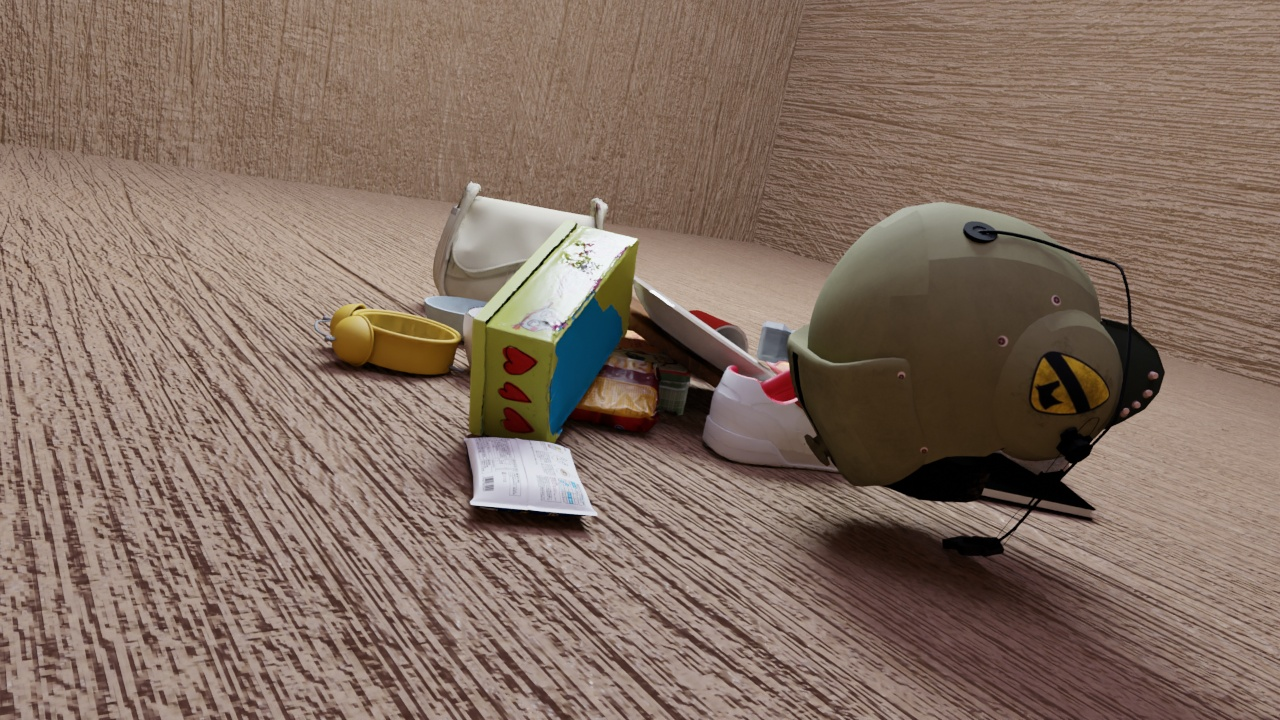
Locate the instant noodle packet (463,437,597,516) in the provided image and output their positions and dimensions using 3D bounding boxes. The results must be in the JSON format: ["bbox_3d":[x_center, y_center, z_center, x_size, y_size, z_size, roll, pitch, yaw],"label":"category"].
[{"bbox_3d":[-0.086,0.084,0.687,0.087,0.026,0.134,8,13,-15],"label":"instant noodle packet"}]

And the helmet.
[{"bbox_3d":[0.235,0.008,0.721,0.233,0.256,0.250,13,11,-7],"label":"helmet"}]

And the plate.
[{"bbox_3d":[0.061,-0.026,0.971,0.188,0.027,0.188,35,5,-4],"label":"plate"}]

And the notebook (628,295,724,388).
[{"bbox_3d":[0.039,-0.023,1.043,0.249,0.014,0.178,35,9,-4],"label":"notebook"}]

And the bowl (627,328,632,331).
[{"bbox_3d":[-0.059,-0.059,1.289,0.124,0.052,0.124,10,12,-3],"label":"bowl"}]

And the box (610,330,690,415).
[{"bbox_3d":[-0.006,0.006,1.057,0.117,0.050,0.205,11,11,-2],"label":"box"}]

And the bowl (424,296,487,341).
[{"bbox_3d":[-0.216,-0.049,1.139,0.106,0.039,0.106,10,12,-3],"label":"bowl"}]

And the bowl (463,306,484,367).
[{"bbox_3d":[-0.136,-0.014,0.992,0.116,0.066,0.116,11,12,-3],"label":"bowl"}]

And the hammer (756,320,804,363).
[{"bbox_3d":[0.214,-0.016,1.137,0.117,0.051,0.322,12,4,10],"label":"hammer"}]

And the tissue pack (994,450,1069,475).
[{"bbox_3d":[0.393,0.076,1.009,0.104,0.071,0.181,29,15,1],"label":"tissue pack"}]

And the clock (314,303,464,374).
[{"bbox_3d":[-0.262,-0.022,0.960,0.151,0.052,0.113,11,12,-23],"label":"clock"}]

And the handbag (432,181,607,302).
[{"bbox_3d":[-0.162,-0.143,1.260,0.229,0.184,0.132,5,13,-18],"label":"handbag"}]

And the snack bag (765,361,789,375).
[{"bbox_3d":[0.241,0.036,1.149,0.130,0.039,0.144,5,23,-32],"label":"snack bag"}]

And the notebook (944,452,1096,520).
[{"bbox_3d":[0.367,0.112,0.981,0.149,0.016,0.206,12,12,-1],"label":"notebook"}]

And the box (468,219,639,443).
[{"bbox_3d":[-0.077,-0.029,0.838,0.082,0.125,0.220,16,36,13],"label":"box"}]

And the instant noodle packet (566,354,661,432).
[{"bbox_3d":[-0.046,0.027,0.909,0.135,0.040,0.098,10,31,-2],"label":"instant noodle packet"}]

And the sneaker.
[{"bbox_3d":[0.181,0.047,0.902,0.236,0.104,0.090,7,13,-18],"label":"sneaker"}]

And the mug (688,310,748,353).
[{"bbox_3d":[0.099,-0.013,1.208,0.105,0.073,0.082,37,-3,-33],"label":"mug"}]
